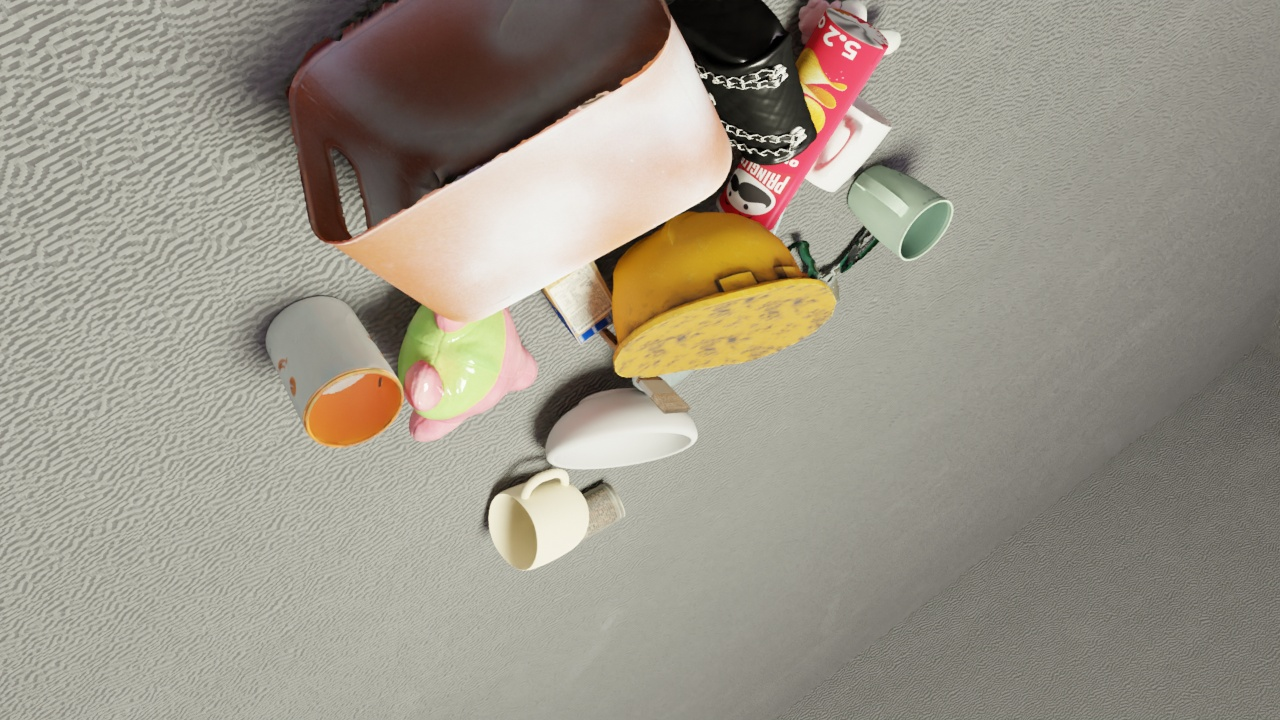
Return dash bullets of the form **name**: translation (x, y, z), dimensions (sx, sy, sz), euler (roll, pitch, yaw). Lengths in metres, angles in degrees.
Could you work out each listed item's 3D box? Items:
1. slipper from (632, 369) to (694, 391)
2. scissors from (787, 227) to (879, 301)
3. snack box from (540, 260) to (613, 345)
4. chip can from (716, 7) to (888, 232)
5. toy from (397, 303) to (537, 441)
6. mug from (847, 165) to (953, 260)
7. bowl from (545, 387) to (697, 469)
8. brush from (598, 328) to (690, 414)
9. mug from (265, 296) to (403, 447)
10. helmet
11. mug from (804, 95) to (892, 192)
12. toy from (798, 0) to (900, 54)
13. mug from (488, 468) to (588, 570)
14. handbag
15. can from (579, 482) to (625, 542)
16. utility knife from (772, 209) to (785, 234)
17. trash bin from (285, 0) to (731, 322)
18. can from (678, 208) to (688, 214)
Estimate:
- **slipper**: translation (0.077, -0.051, 1.082), dimensions (0.268, 0.055, 0.098), euler (-30, 141, -36)
- **scissors**: translation (0.243, -0.135, 1.157), dimensions (0.202, 0.015, 0.203), euler (-53, 148, 9)
- **snack box**: translation (-0.080, -0.098, 0.865), dimensions (0.056, 0.057, 0.207), euler (-36, 146, -6)
- **chip can**: translation (0.155, -0.230, 0.905), dimensions (0.069, 0.069, 0.221), euler (-8, 142, -38)
- **toy**: translation (-0.155, -0.005, 0.858), dimensions (0.192, 0.097, 0.236), euler (-64, 164, 0)
- **mug**: translation (0.297, -0.186, 1.087), dimensions (0.084, 0.104, 0.111), euler (-51, 145, 14)
- **bowl**: translation (-0.025, 0.074, 1.066), dimensions (0.176, 0.066, 0.177), euler (-8, 162, -3)
- **brush**: translation (-0.006, 0.006, 0.970), dimensions (0.045, 0.143, 0.008), euler (-1, 131, -55)
- **mug**: translation (-0.256, 0.008, 0.766), dimensions (0.082, 0.105, 0.082), euler (-25, 142, -21)
- **helmet**: translation (0.066, -0.079, 0.911), dimensions (0.206, 0.131, 0.254), euler (-31, 161, 37)
- **mug**: translation (0.203, -0.225, 0.954), dimensions (0.081, 0.114, 0.088), euler (30, 119, -9)
- **toy**: translation (0.198, -0.318, 0.905), dimensions (0.122, 0.038, 0.079), euler (18, 128, -42)
- **mug**: translation (-0.113, 0.181, 1.105), dimensions (0.099, 0.096, 0.120), euler (-16, 126, -44)
- **handbag**: translation (0.079, -0.237, 0.803), dimensions (0.114, 0.125, 0.154), euler (-39, 146, -4)
- **can**: translation (-0.090, 0.213, 1.194), dimensions (0.135, 0.054, 0.054), euler (-27, 143, -21)
- **utility knife**: translation (0.138, -0.112, 1.058), dimensions (0.022, 0.015, 0.176), euler (7, 105, -60)
- **trash bin**: translation (-0.086, -0.161, 0.637), dimensions (0.260, 0.181, 0.157), euler (-27, 150, 11)
- **can**: translation (-0.010, -0.165, 0.859), dimensions (0.137, 0.054, 0.054), euler (-5, 131, -41)
